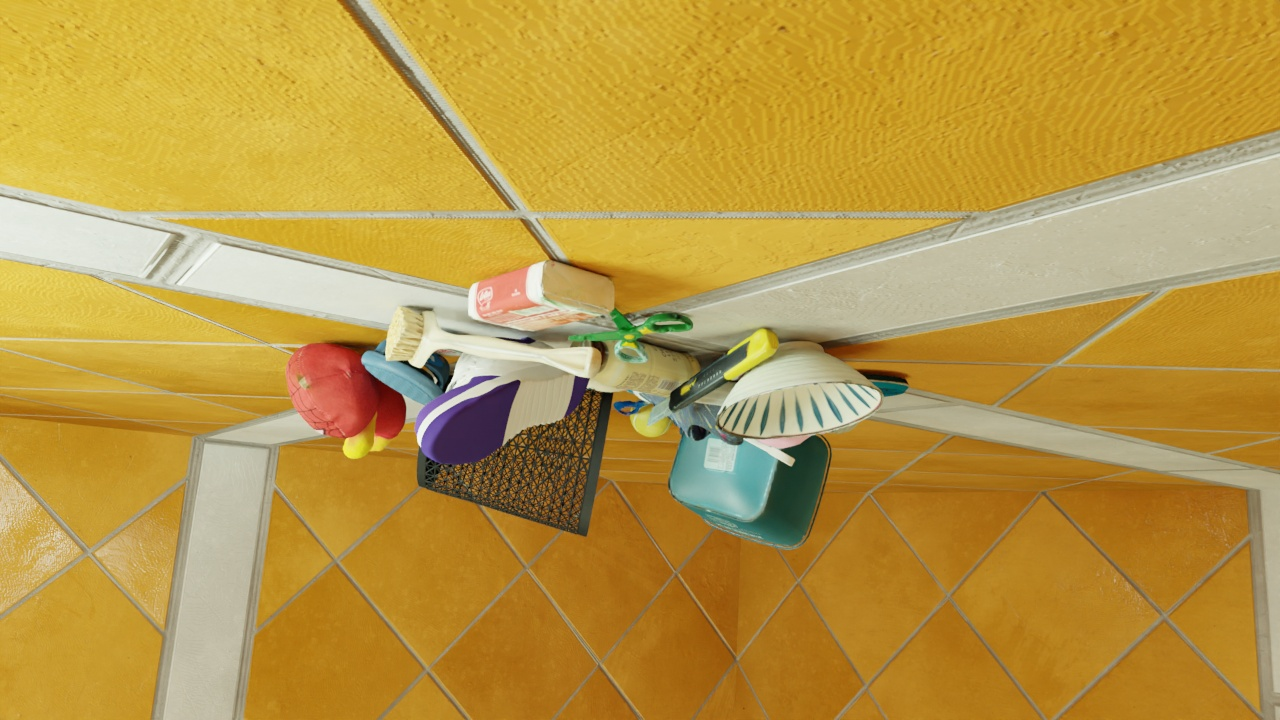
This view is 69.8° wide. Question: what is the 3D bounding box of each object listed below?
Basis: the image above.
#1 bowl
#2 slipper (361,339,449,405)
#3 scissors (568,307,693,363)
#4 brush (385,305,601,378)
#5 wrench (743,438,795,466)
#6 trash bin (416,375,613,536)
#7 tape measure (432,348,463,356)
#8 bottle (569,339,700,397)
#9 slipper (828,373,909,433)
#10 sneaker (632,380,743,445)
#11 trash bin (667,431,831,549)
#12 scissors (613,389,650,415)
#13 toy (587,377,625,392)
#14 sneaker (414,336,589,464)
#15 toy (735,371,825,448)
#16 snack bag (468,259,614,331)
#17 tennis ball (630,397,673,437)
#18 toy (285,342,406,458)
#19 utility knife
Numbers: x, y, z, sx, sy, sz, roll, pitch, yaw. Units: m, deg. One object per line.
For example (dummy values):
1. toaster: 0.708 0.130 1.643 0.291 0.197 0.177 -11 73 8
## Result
1. bowl: 0.165 0.025 0.983 0.177 0.070 0.177 -4 158 -2
2. slipper: -0.274 0.006 1.082 0.103 0.059 0.214 30 175 -17
3. scissors: -0.009 -0.026 0.914 0.125 0.011 0.131 -5 153 7
4. brush: -0.147 -0.012 0.866 0.273 0.062 0.077 8 -174 36
5. wrench: 0.110 0.084 1.140 0.047 0.009 0.273 31 178 -26
6. trash bin: -0.177 0.123 1.310 0.243 0.216 0.217 10 169 -2
7. tape measure: -0.229 -0.021 1.037 0.060 0.020 0.062 0 169 44
8. bottle: -0.006 0.006 1.012 0.162 0.056 0.057 14 165 -42
9. slipper: 0.227 0.061 1.220 0.118 0.060 0.296 12 166 -26
10. sneaker: 0.057 0.057 1.129 0.087 0.079 0.236 5 180 -28
11. trash bin: 0.159 0.167 1.384 0.197 0.199 0.218 13 172 25
12. scissors: 0.007 0.056 1.291 0.127 0.014 0.134 26 148 -31
13. toy: -0.035 0.013 1.095 0.087 0.050 0.112 -3 162 33
14. sneaker: -0.159 0.024 0.950 0.111 0.092 0.243 34 -155 20
15. toy: 0.184 0.051 1.109 0.158 0.067 0.123 -7 136 40
16. snack bag: -0.087 -0.053 0.788 0.077 0.036 0.116 12 166 -41
17. tennis ball: 0.017 0.081 1.363 0.065 0.065 0.065 3 169 0
18. toy: -0.366 0.042 1.151 0.098 0.147 0.216 -35 168 -4
19. utility knife: 0.070 0.023 0.981 0.020 0.028 0.204 16 142 -35
